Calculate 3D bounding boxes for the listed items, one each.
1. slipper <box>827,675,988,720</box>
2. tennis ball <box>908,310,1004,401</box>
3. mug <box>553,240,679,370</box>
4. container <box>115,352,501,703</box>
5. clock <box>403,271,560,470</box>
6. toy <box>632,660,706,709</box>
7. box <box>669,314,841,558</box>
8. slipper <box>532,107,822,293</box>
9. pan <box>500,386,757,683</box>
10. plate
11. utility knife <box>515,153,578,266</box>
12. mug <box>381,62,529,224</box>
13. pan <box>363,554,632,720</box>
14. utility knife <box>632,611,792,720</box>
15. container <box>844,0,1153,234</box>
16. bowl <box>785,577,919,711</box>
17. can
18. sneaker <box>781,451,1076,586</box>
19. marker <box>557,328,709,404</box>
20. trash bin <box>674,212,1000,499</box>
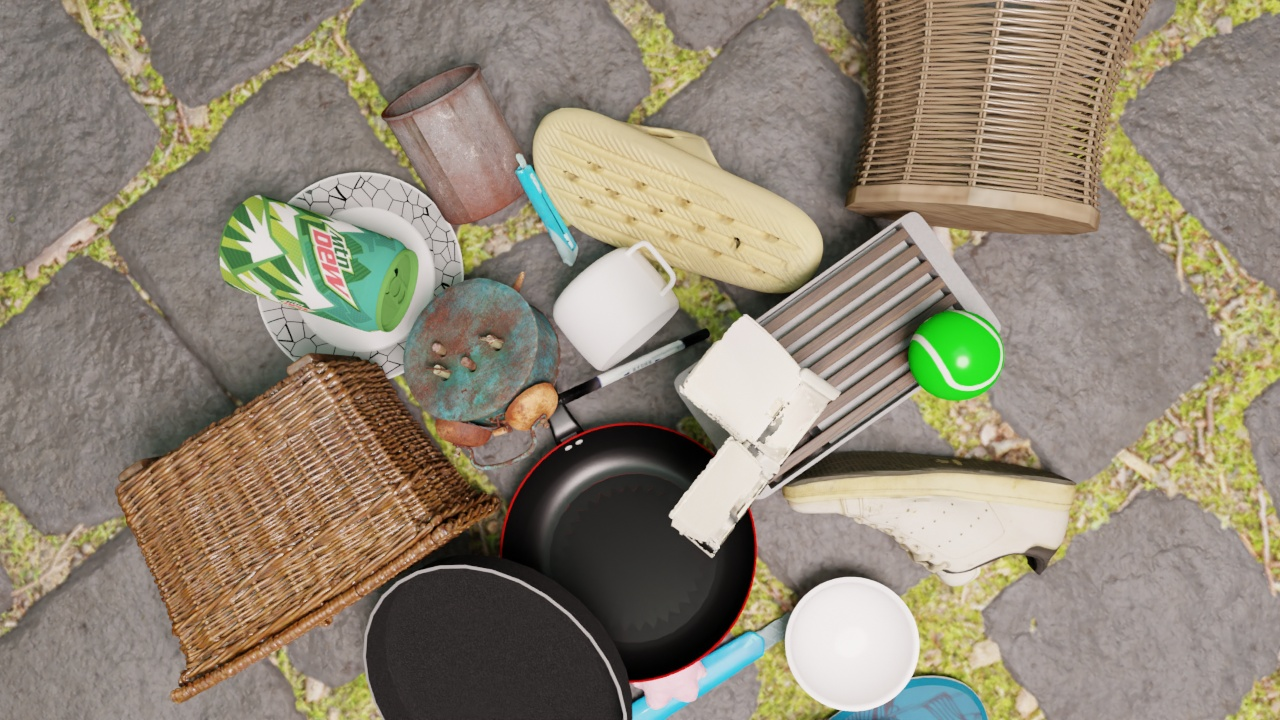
[{"bbox_3d":[0.159,0.360,0.770,0.295,0.060,0.118,-19,90,2],"label":"slipper"},{"bbox_3d":[0.226,-0.004,0.657,0.065,0.065,0.065,0,88,3],"label":"tennis ball"},{"bbox_3d":[-0.016,-0.050,0.768,0.068,0.094,0.116,50,128,6],"label":"mug"},{"bbox_3d":[-0.278,0.119,0.747,0.250,0.162,0.183,-32,87,3],"label":"container"},{"bbox_3d":[-0.128,0.011,0.753,0.121,0.073,0.157,-19,71,14],"label":"clock"},{"bbox_3d":[0.023,0.245,0.783,0.102,0.050,0.093,-12,75,-1],"label":"toy"},{"bbox_3d":[0.069,0.058,0.612,0.066,0.186,0.145,36,85,29],"label":"box"},{"bbox_3d":[0.034,-0.139,0.782,0.261,0.079,0.112,25,130,9],"label":"slipper"},{"bbox_3d":[-0.044,0.096,0.782,0.209,0.067,0.356,-28,69,-5],"label":"pan"},{"bbox_3d":[-0.251,-0.074,0.827,0.188,0.016,0.188,0,88,3],"label":"plate"},{"bbox_3d":[-0.082,-0.128,0.782,0.015,0.118,0.022,1,52,27],"label":"utility knife"},{"bbox_3d":[-0.154,-0.188,0.783,0.096,0.122,0.110,-19,121,3],"label":"mug"},{"bbox_3d":[-0.141,0.307,0.746,0.225,0.034,0.357,32,116,7],"label":"pan"},{"bbox_3d":[0.062,0.272,0.799,0.196,0.015,0.031,-31,89,0],"label":"utility knife"},{"bbox_3d":[0.266,-0.208,0.708,0.227,0.226,0.196,7,95,3],"label":"container"},{"bbox_3d":[0.176,0.236,0.780,0.110,0.040,0.110,0,88,2],"label":"bowl"},{"bbox_3d":[-0.270,-0.080,0.776,0.144,0.083,0.083,18,89,3],"label":"can"},{"bbox_3d":[0.236,0.135,0.765,0.241,0.089,0.102,3,96,-1],"label":"sneaker"},{"bbox_3d":[-0.005,0.005,0.787,0.152,0.011,0.011,-24,87,-20],"label":"marker"},{"bbox_3d":[0.151,-0.001,0.753,0.229,0.114,0.114,-35,87,1],"label":"trash bin"}]
